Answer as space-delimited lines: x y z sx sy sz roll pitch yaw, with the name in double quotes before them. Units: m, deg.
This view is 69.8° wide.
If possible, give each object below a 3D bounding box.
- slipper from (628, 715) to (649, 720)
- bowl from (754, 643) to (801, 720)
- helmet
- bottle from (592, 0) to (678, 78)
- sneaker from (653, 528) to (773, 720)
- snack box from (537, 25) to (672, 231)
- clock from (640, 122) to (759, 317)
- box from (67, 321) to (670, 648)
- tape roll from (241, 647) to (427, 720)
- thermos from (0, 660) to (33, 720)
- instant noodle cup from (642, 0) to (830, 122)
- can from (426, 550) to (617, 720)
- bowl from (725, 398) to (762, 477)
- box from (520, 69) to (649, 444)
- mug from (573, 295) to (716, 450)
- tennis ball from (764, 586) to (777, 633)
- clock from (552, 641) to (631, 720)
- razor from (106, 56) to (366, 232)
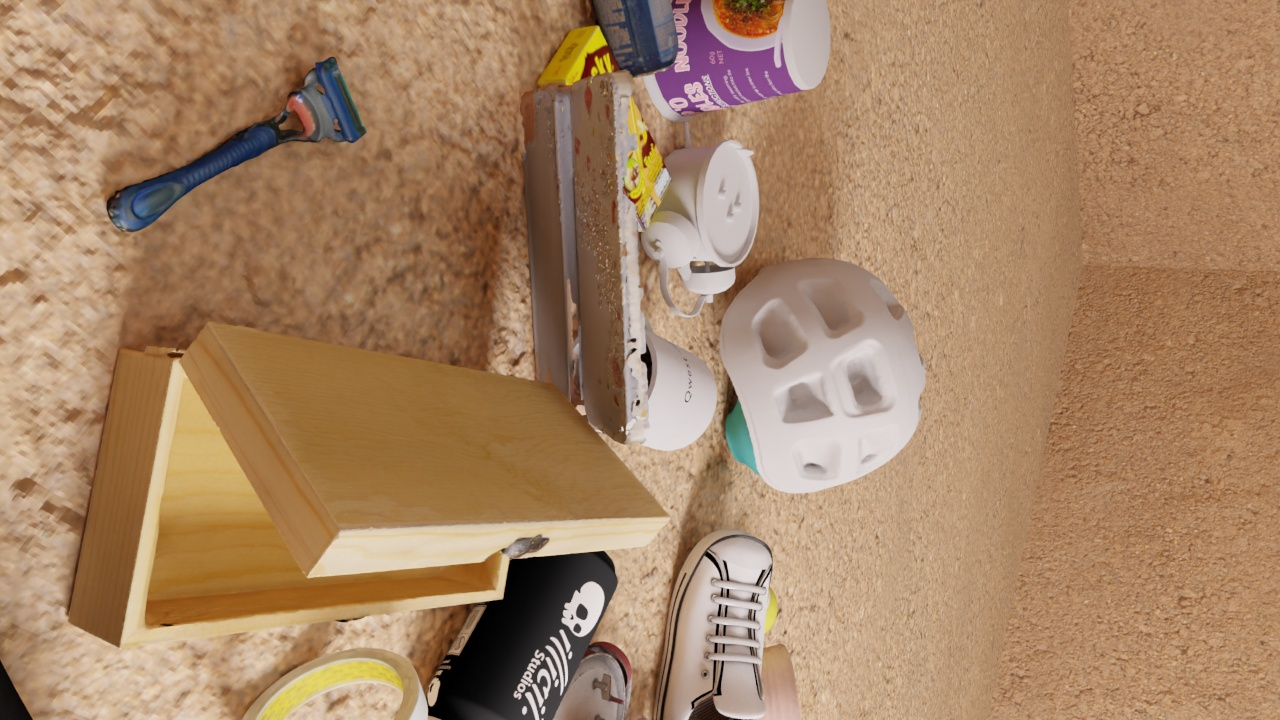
"slipper" -0.010 0.349 0.640 0.106 0.056 0.222 -72 168 -74
"bowl" 0.112 0.364 0.924 0.153 0.076 0.153 173 -84 -88
"helmet" 0.184 0.008 0.914 0.282 0.184 0.224 -28 107 -82
"bottle" -0.013 -0.286 0.650 0.056 0.056 0.161 -48 133 -43
"sneaker" 0.076 0.278 0.824 0.091 0.097 0.245 16 85 -21
"snack box" -0.022 -0.168 0.685 0.149 0.026 0.061 58 48 -45
"clock" 0.054 -0.114 0.782 0.120 0.061 0.159 33 66 -55
"box" -0.124 0.061 0.475 0.248 0.185 0.141 14 62 -59
"tape roll" -0.157 0.186 0.469 0.093 0.094 0.019 -40 128 -48
"thermos" -0.254 0.138 0.310 0.105 0.106 0.219 -30 115 -52
"instant noodle cup" 0.078 -0.262 0.737 0.137 0.122 0.121 51 54 -49
"can" -0.078 0.187 0.608 0.145 0.080 0.080 -61 141 -32
"bowl" 0.117 0.072 0.915 0.121 0.046 0.121 35 47 -50
"box" -0.033 -0.065 0.578 0.043 0.151 0.216 -8 104 -28
"mug" -0.004 0.004 0.707 0.096 0.083 0.119 24 46 -57
"tennis ball" 0.105 0.247 0.922 0.065 0.065 0.065 -15 108 -56
"clock" -0.045 0.268 0.693 0.156 0.062 0.110 12 85 -58
"razor" -0.192 -0.100 0.436 0.140 0.018 0.044 -46 133 -39
